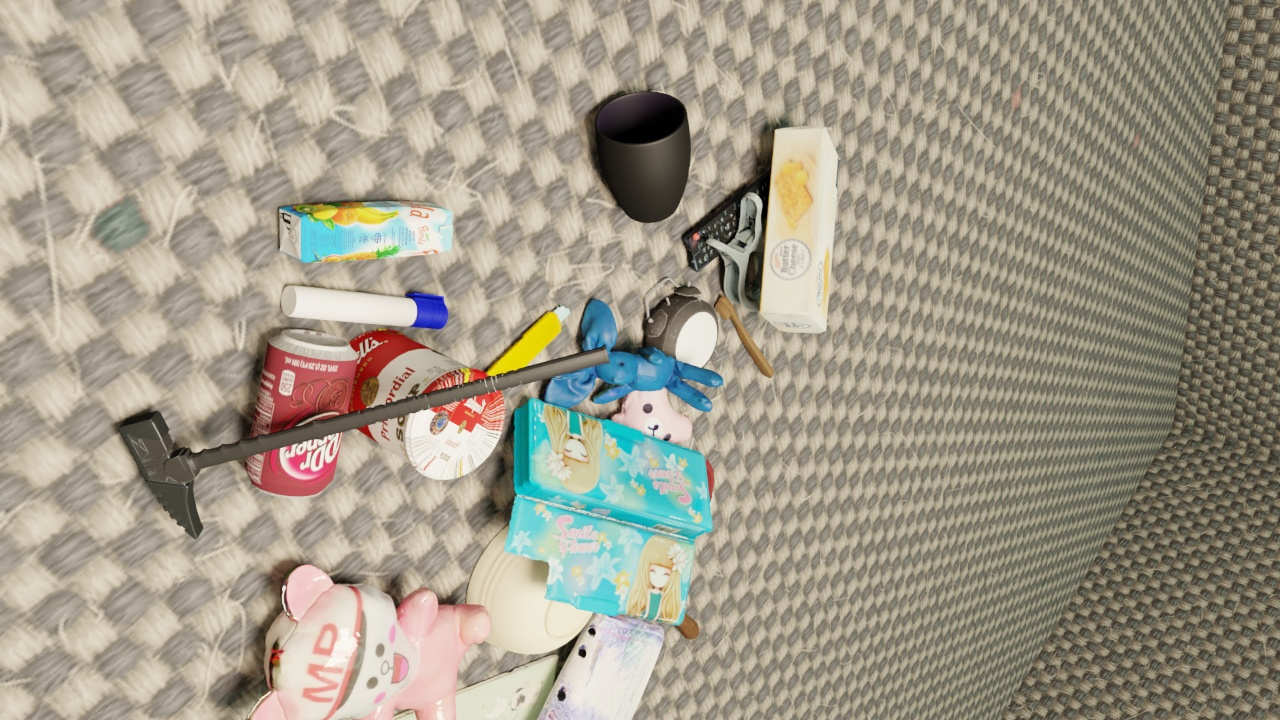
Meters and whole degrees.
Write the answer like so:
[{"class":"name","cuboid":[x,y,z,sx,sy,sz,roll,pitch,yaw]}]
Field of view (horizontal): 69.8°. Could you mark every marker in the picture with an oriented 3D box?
[{"class":"marker","cuboid":[-0.210,-0.042,0.711,0.133,0.023,0.027,4,82,-49]}]

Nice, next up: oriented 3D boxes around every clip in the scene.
[{"class":"clip","cuboid":[0.128,-0.123,1.023,0.107,0.028,0.163,-53,151,-9]}]

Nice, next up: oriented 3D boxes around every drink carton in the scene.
[{"class":"drink carton","cuboid":[-0.199,-0.097,0.682,0.128,0.044,0.039,-12,115,-44]}]

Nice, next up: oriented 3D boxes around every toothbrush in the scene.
[{"class":"toothbrush","cuboid":[0.127,-0.024,1.101,0.016,0.016,0.167,-56,138,-15]}]

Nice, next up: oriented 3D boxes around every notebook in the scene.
[{"class":"notebook","cuboid":[-0.194,0.420,0.948,0.252,0.010,0.182,-5,111,-47]}]

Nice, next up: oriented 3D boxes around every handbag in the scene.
[{"class":"handbag","cuboid":[-0.050,0.354,1.029,0.126,0.069,0.158,38,76,-55]}]

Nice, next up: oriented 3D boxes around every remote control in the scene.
[{"class":"remote control","cuboid":[0.100,-0.156,1.009,0.150,0.022,0.047,-40,134,-27]}]

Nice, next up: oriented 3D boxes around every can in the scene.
[{"class":"can","cuboid":[-0.174,0.032,0.711,0.086,0.116,0.087,-23,123,-41]},{"class":"can","cuboid":[-0.249,0.038,0.673,0.063,0.063,0.114,4,104,-49]}]

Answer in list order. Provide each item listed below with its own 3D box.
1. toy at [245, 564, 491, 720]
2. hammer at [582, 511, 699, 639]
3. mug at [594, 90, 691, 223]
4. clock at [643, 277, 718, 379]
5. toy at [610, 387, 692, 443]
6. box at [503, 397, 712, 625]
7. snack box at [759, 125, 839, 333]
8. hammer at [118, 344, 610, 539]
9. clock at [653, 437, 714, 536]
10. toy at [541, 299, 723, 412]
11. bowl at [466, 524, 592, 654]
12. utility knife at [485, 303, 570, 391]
[{"class":"toy","cuboid":[-0.228,0.252,0.778,0.213,0.084,0.142,24,86,-52]},{"class":"hammer","cuboid":[0.016,0.267,1.059,0.033,0.115,0.323,-35,144,-3]},{"class":"mug","cuboid":[0.008,-0.194,0.853,0.100,0.085,0.118,81,17,-48]},{"class":"clock","cuboid":[0.046,-0.028,0.986,0.091,0.044,0.123,-44,135,-26]},{"class":"toy","cuboid":[0.002,0.067,0.977,0.095,0.053,0.099,-37,119,-14]},{"class":"box","cuboid":[-0.026,0.149,0.887,0.226,0.056,0.185,21,60,-35]},{"class":"snack box","cuboid":[0.177,-0.140,1.009,0.104,0.057,0.207,19,75,-68]},{"class":"hammer","cuboid":[-0.178,0.043,0.629,0.325,0.015,0.095,-15,115,0]},{"class":"clock","cuboid":[0.043,0.155,1.063,0.096,0.048,0.138,-42,132,-28]},{"class":"toy","cuboid":[-0.005,0.005,0.912,0.176,0.071,0.113,10,107,-18]},{"class":"bowl","cuboid":[-0.093,0.235,0.927,0.150,0.075,0.151,-23,124,-40]},{"class":"utility knife","cuboid":[-0.117,0.004,0.841,0.162,0.017,0.030,-45,140,-24]}]
